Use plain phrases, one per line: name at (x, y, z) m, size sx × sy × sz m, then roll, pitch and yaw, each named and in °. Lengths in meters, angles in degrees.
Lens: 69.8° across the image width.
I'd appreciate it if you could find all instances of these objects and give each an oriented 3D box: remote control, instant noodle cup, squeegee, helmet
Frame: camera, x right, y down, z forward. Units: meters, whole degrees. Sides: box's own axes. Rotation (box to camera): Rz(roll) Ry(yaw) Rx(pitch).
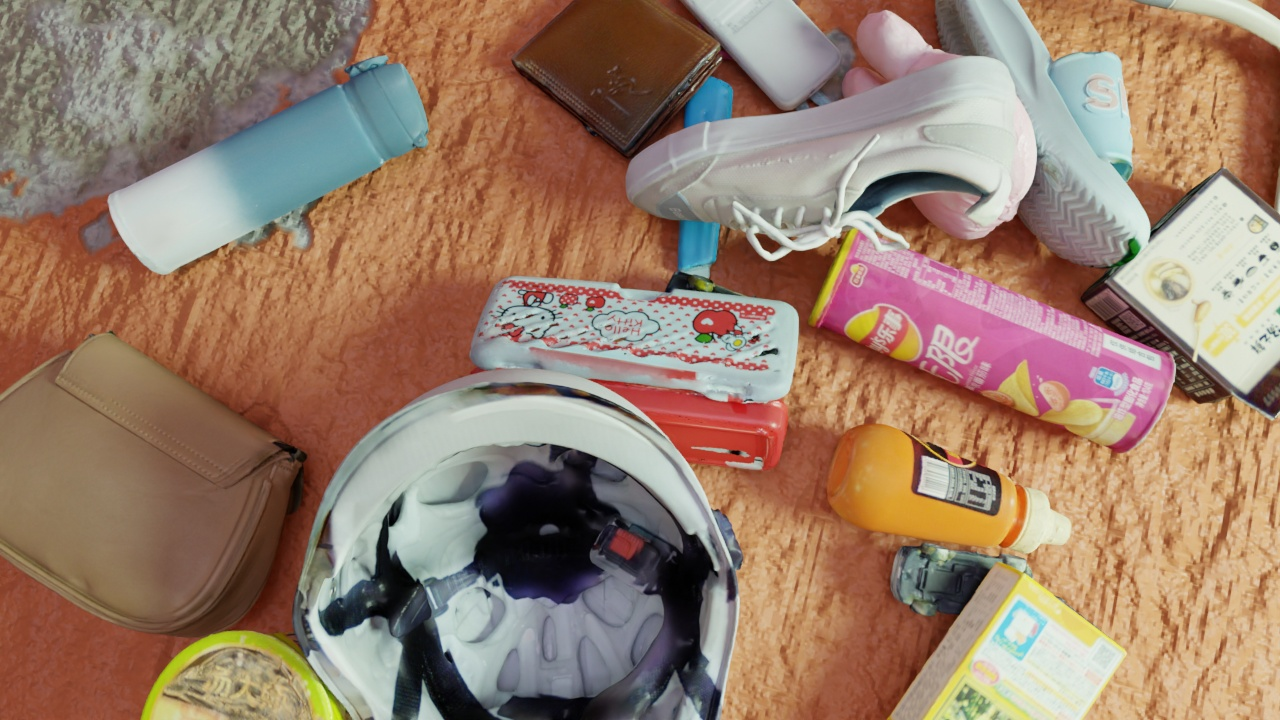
remote control at (0.079, -0.238, 0.644) m, size 0.056 × 0.020 × 0.136 m, roll -41°, pitch 81°, yaw 4°
instant noodle cup at (-0.203, 0.207, 0.539) m, size 0.112 × 0.123 × 0.111 m, roll -1°, pitch 82°, yaw 9°
squeegee at (0.355, -0.238, 0.605) m, size 0.246 × 0.039 × 0.246 m, roll 18°, pitch 80°, yaw -6°
helmet at (-0.062, 0.111, 0.522) m, size 0.229 × 0.145 × 0.259 m, roll -12°, pitch 109°, yaw 0°

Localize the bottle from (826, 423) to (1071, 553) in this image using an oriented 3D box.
bottle at (0.195, 0.086, 0.572) m, size 0.149 × 0.067 × 0.066 m, roll 16°, pitch 80°, yaw -1°

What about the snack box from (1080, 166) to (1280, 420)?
snack box at (0.375, -0.040, 0.586) m, size 0.113 × 0.053 × 0.125 m, roll -43°, pitch 80°, yaw -5°

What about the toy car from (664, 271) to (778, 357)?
toy car at (0.059, -0.029, 0.611) m, size 0.090 × 0.035 × 0.042 m, roll 22°, pitch 109°, yaw 8°

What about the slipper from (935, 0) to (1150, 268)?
slipper at (0.263, -0.169, 0.595) m, size 0.074 × 0.104 × 0.245 m, roll -20°, pitch 71°, yaw 5°

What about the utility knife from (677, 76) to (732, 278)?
utility knife at (0.043, -0.124, 0.643) m, size 0.034 × 0.018 × 0.159 m, roll 2°, pitch 80°, yaw 17°

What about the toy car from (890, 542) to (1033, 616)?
toy car at (0.200, 0.138, 0.572) m, size 0.090 × 0.034 × 0.043 m, roll 8°, pitch 88°, yaw -8°

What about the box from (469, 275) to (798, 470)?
box at (-0.003, 0.001, 0.589) m, size 0.201 × 0.095 × 0.101 m, roll 6°, pitch 63°, yaw 9°

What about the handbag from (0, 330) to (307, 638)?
handbag at (-0.322, 0.082, 0.590) m, size 0.204 × 0.100 × 0.147 m, roll 30°, pitch 75°, yaw 9°

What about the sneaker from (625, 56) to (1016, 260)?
sneaker at (0.100, -0.101, 0.551) m, size 0.243 × 0.089 × 0.090 m, roll -7°, pitch 80°, yaw 34°

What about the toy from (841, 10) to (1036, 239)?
toy at (0.189, -0.152, 0.589) m, size 0.054 × 0.121 × 0.159 m, roll -27°, pitch 68°, yaw -15°

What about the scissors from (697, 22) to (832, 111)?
scissors at (0.092, -0.207, 0.658) m, size 0.083 × 0.017 × 0.137 m, roll -24°, pitch 82°, yaw -2°

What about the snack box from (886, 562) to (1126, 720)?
snack box at (0.212, 0.202, 0.545) m, size 0.087 × 0.034 × 0.140 m, roll 36°, pitch 85°, yaw -9°

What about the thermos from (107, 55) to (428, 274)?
thermos at (-0.253, -0.138, 0.642) m, size 0.220 × 0.070 × 0.070 m, roll -28°, pitch 79°, yaw -2°

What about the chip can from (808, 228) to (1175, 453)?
chip can at (0.217, -0.014, 0.583) m, size 0.210 × 0.071 × 0.071 m, roll 24°, pitch 81°, yaw 7°

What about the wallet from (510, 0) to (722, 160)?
wallet at (-0.018, -0.213, 0.651) m, size 0.124 × 0.032 × 0.101 m, roll 42°, pitch 89°, yaw 20°
